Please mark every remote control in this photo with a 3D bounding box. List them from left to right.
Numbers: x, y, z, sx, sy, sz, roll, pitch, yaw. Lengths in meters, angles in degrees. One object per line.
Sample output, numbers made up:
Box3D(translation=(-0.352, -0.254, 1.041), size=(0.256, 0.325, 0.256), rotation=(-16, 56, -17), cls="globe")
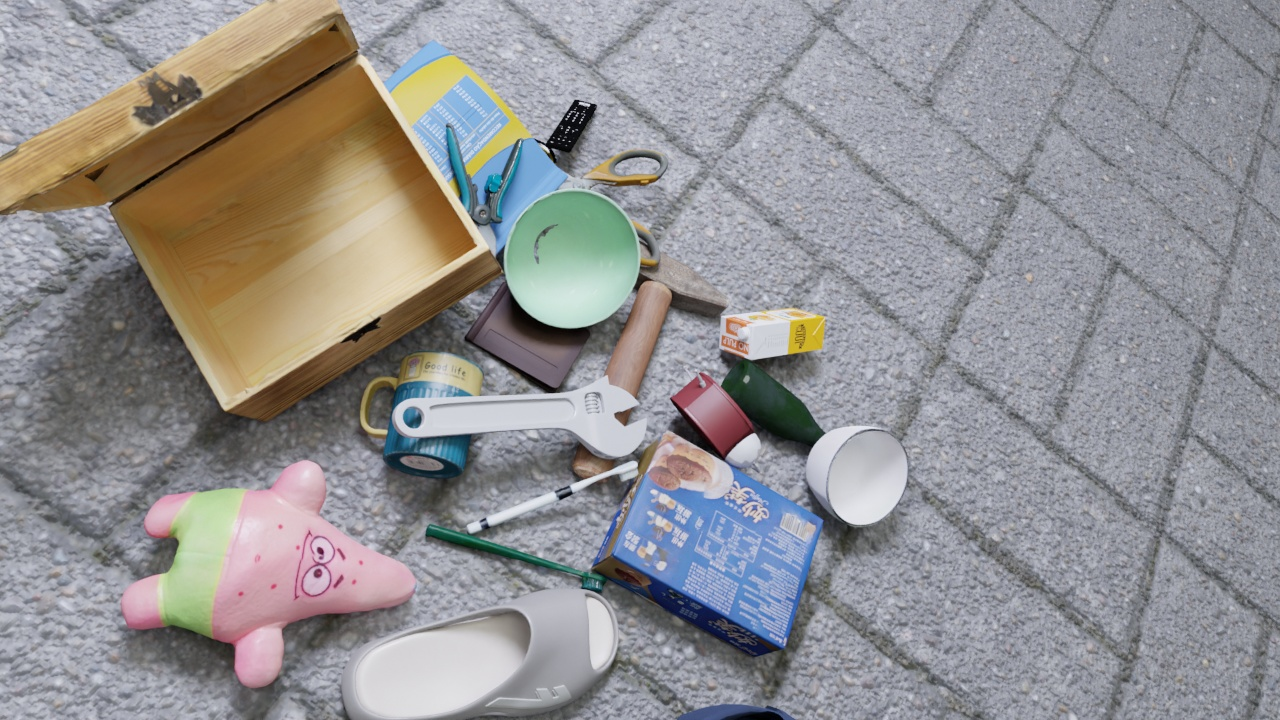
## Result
Box3D(translation=(-0.083, -0.290, 1.127), size=(0.030, 0.009, 0.139), rotation=(14, 38, 3), cls="remote control")

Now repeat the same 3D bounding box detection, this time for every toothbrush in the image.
Box3D(translation=(-0.122, 0.198, 0.914), size=(0.189, 0.016, 0.017), rotation=(20, 65, -13), cls="toothbrush")
Box3D(translation=(-0.087, 0.142, 0.936), size=(0.186, 0.012, 0.017), rotation=(-19, 110, -16), cls="toothbrush")

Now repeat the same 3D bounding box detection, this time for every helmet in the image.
Box3D(translation=(0.064, 0.405, 0.771), size=(0.272, 0.224, 0.232), rotation=(27, 70, -44), cls="helmet")

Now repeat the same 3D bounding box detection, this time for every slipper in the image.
Box3D(translation=(-0.133, 0.270, 0.839), size=(0.265, 0.081, 0.112), rotation=(-4, 66, -25), cls="slipper")

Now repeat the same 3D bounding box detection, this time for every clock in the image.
Box3D(translation=(0.087, 0.070, 1.014), size=(0.048, 0.096, 0.137), rotation=(-41, 97, -4), cls="clock")

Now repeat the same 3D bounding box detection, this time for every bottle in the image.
Box3D(translation=(0.175, 0.069, 1.082), size=(0.174, 0.055, 0.055), rotation=(35, 58, -15), cls="bottle")

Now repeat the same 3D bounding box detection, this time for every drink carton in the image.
Box3D(translation=(0.156, -0.033, 1.100), size=(0.122, 0.058, 0.040), rotation=(-8, 108, -33), cls="drink carton")

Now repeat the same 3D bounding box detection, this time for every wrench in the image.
Box3D(translation=(-0.110, 0.062, 0.908), size=(0.272, 0.018, 0.086), rotation=(-2, 77, -35), cls="wrench")

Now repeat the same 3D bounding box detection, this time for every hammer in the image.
Box3D(translation=(-0.006, 0.006, 1.041), size=(0.158, 0.037, 0.300), rotation=(27, 60, -10), cls="hammer")

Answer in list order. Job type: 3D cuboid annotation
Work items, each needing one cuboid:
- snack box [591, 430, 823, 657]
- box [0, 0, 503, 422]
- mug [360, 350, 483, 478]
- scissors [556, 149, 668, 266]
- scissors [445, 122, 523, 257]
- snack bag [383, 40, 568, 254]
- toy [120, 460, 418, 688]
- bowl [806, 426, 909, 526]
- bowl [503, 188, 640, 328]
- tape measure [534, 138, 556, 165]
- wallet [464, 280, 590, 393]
Box3D(translation=(0.074, 0.194, 0.969), size=(0.202, 0.069, 0.154), rotation=(30, 59, -8), cls="snack box")
Box3D(translation=(-0.325, -0.156, 0.764), size=(0.279, 0.323, 0.284), rotation=(-33, 80, -3), cls="box")
Box3D(translation=(-0.220, 0.054, 0.907), size=(0.113, 0.083, 0.107), rotation=(5, 67, 3), cls="mug")
Box3D(translation=(-0.051, -0.206, 1.088), size=(0.225, 0.016, 0.215), rotation=(35, 60, -1), cls="scissors")
Box3D(translation=(-0.173, -0.187, 0.971), size=(0.124, 0.019, 0.153), rotation=(40, 70, -28), cls="scissors")
Box3D(translation=(-0.204, -0.220, 1.010), size=(0.205, 0.102, 0.158), rotation=(40, 69, -5), cls="snack bag")
Box3D(translation=(-0.309, 0.183, 0.797), size=(0.236, 0.097, 0.191), rotation=(15, 70, -25), cls="toy")
Box3D(translation=(0.243, 0.128, 1.056), size=(0.116, 0.066, 0.116), rotation=(-4, 100, -23), cls="bowl")
Box3D(translation=(-0.081, -0.116, 1.011), size=(0.150, 0.077, 0.151), rotation=(-5, 106, -16), cls="bowl")
Box3D(translation=(-0.132, -0.234, 1.098), size=(0.061, 0.034, 0.061), rotation=(32, 61, -3), cls="tape measure")
Box3D(translation=(-0.123, -0.028, 1.019), size=(0.115, 0.018, 0.091), rotation=(32, 59, -5), cls="wallet")
